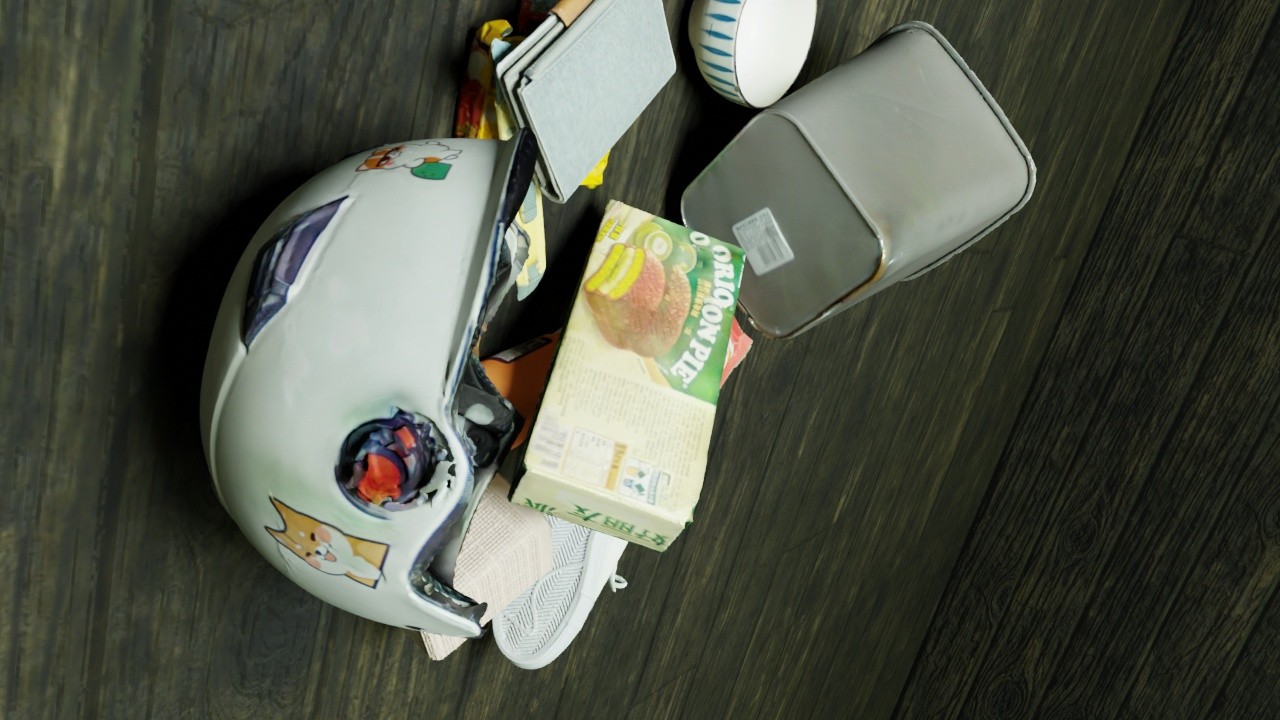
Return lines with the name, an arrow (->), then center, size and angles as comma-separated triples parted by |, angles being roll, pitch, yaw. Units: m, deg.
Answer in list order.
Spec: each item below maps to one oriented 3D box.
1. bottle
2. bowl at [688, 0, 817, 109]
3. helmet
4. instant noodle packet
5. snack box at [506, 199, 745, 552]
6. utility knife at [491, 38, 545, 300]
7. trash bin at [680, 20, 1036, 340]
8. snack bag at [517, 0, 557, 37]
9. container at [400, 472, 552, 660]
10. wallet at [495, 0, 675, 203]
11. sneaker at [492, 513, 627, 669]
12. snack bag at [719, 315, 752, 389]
bottle -> -0.080, 0.013, 0.691 | 0.149, 0.067, 0.067 | -38, 141, -47
bowl -> 0.080, -0.260, 0.713 | 0.116, 0.066, 0.117 | -35, 139, -39
helmet -> -0.141, 0.007, 0.479 | 0.229, 0.157, 0.275 | -90, -173, -55
instant noodle packet -> -0.062, -0.162, 0.599 | 0.128, 0.044, 0.111 | -16, 132, -46
snack box -> -0.004, 0.004, 0.646 | 0.063, 0.114, 0.239 | 119, -13, -54
utility knife -> -0.077, -0.114, 0.571 | 0.030, 0.019, 0.183 | -41, 141, -34
trash bin -> 0.172, -0.141, 0.776 | 0.219, 0.199, 0.199 | -32, 175, -38
snack bag -> -0.059, -0.248, 0.552 | 0.045, 0.026, 0.105 | -14, 132, -12
container -> -0.135, 0.144, 0.667 | 0.110, 0.090, 0.090 | -40, 154, -28
wallet -> -0.031, -0.176, 0.556 | 0.129, 0.037, 0.107 | -53, 151, -21
sneaker -> -0.049, 0.162, 0.826 | 0.241, 0.089, 0.091 | -61, 154, -16
snack bag -> 0.052, -0.003, 0.838 | 0.128, 0.073, 0.208 | -65, 157, -12
